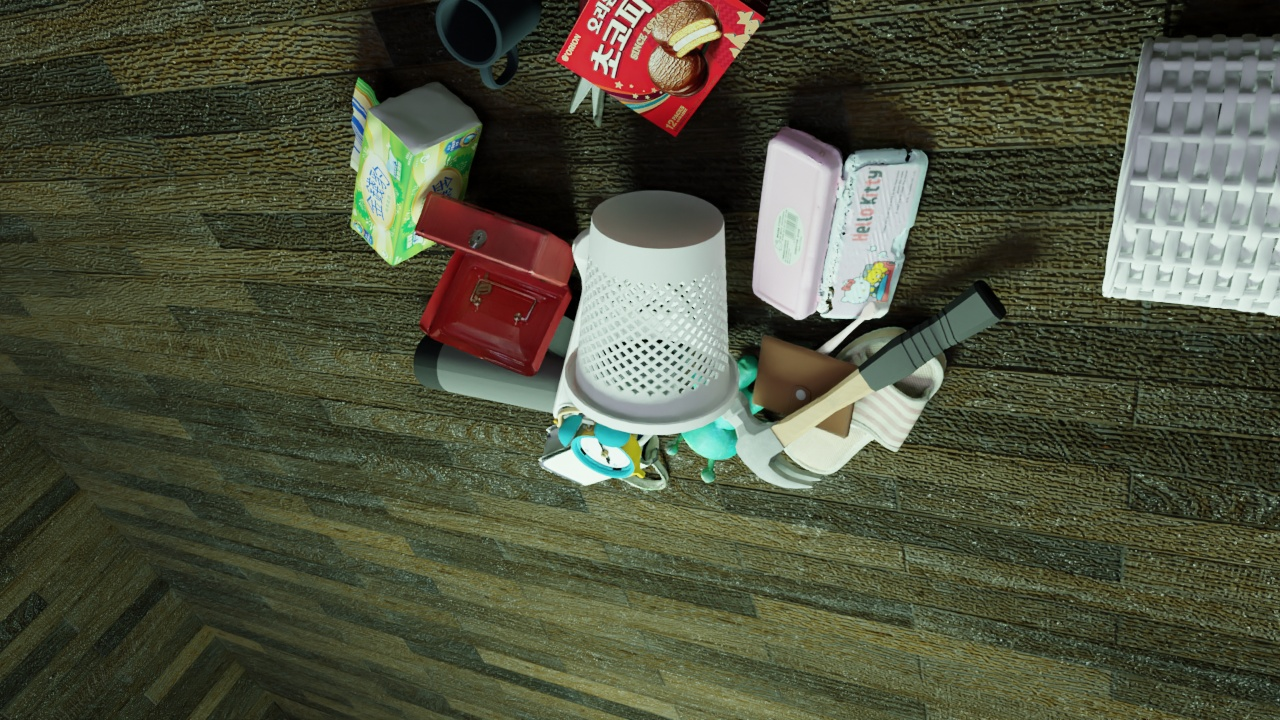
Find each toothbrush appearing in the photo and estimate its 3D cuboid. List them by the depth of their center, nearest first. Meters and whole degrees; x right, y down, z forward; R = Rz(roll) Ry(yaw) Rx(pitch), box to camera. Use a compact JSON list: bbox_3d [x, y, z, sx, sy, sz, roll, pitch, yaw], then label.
[{"bbox_3d":[0.211,-0.021,0.978,0.018,0.015,0.182,-3,159,-19],"label":"toothbrush"}]

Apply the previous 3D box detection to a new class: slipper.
[{"bbox_3d":[0.243,0.062,1.034,0.115,0.052,0.264,34,140,1],"label":"slipper"}]

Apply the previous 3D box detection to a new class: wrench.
[{"bbox_3d":[-0.068,-0.036,1.094,0.066,0.018,0.274,4,123,-17],"label":"wrench"}]

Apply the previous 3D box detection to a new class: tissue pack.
[{"bbox_3d":[-0.279,-0.230,1.042,0.141,0.120,0.198,44,135,10],"label":"tissue pack"}]

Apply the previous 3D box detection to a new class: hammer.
[{"bbox_3d":[0.225,0.025,0.948,0.329,0.039,0.131,-39,82,37],"label":"hammer"}]

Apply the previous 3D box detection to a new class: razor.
[{"bbox_3d":[-0.006,0.006,1.095,0.052,0.142,0.047,65,147,24],"label":"razor"}]

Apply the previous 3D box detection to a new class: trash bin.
[{"bbox_3d":[0.015,-0.060,0.973,0.196,0.194,0.200,16,127,19],"label":"trash bin"}]

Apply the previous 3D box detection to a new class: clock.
[{"bbox_3d":[-0.048,0.101,1.127,0.099,0.043,0.130,-2,136,34],"label":"clock"},{"bbox_3d":[-0.077,-0.042,1.144,0.121,0.042,0.091,2,131,32],"label":"clock"}]

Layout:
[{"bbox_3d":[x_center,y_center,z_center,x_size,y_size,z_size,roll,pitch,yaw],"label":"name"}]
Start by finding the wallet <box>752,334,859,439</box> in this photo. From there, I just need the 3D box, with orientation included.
[{"bbox_3d":[0.181,0.029,1.014,0.121,0.013,0.087,21,117,33],"label":"wallet"}]

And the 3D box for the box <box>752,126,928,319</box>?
[{"bbox_3d":[0.182,-0.120,0.885,0.154,0.066,0.202,18,138,17],"label":"box"}]

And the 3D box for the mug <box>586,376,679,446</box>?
[{"bbox_3d":[-0.023,0.047,1.160,0.121,0.090,0.090,36,140,-3],"label":"mug"}]

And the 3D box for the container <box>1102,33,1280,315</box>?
[{"bbox_3d":[0.432,-0.123,0.623,0.187,0.188,0.189,9,135,27],"label":"container"}]

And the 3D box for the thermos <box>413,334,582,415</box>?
[{"bbox_3d":[-0.186,0.015,1.241,0.241,0.082,0.082,10,135,25],"label":"thermos"}]

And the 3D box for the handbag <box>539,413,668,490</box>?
[{"bbox_3d":[-0.033,0.130,1.283,0.176,0.073,0.152,30,145,-27],"label":"handbag"}]

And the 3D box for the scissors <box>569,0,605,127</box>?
[{"bbox_3d":[-0.034,-0.314,0.867,0.180,0.015,0.185,-9,126,38],"label":"scissors"}]

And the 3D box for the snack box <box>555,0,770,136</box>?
[{"bbox_3d":[0.017,-0.295,0.818,0.132,0.035,0.152,30,141,-12],"label":"snack box"}]

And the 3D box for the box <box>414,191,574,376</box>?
[{"bbox_3d":[-0.172,-0.099,1.044,0.157,0.156,0.170,19,162,14],"label":"box"}]

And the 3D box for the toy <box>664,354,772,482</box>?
[{"bbox_3d":[0.102,0.071,1.126,0.130,0.072,0.194,35,131,-2],"label":"toy"}]

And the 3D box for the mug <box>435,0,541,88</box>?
[{"bbox_3d":[-0.142,-0.317,0.885,0.071,0.077,0.105,13,136,22],"label":"mug"}]
